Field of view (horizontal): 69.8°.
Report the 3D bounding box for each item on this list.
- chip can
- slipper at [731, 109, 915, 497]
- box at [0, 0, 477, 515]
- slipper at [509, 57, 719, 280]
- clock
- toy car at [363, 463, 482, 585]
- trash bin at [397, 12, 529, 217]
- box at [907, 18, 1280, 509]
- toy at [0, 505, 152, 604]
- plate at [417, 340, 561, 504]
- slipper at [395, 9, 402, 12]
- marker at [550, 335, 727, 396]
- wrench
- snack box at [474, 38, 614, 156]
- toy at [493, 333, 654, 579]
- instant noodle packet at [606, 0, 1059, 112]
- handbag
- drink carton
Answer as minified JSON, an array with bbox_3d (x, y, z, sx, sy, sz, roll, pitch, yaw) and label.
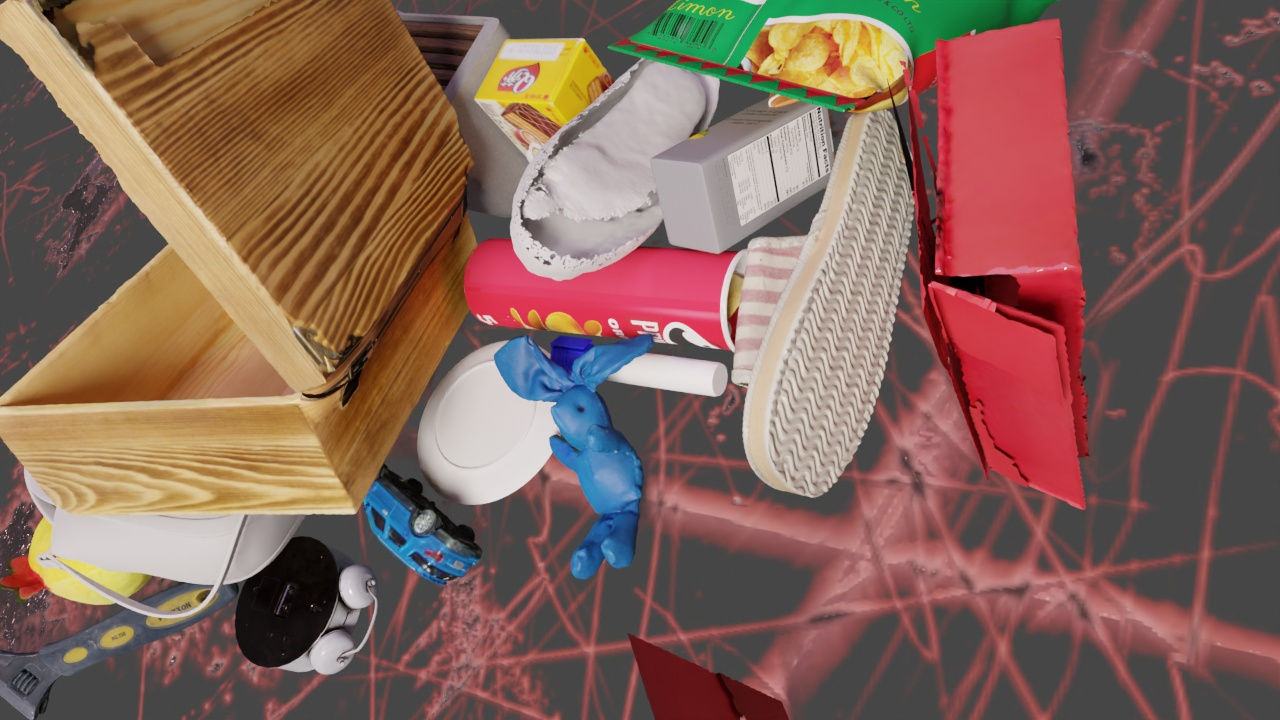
[{"bbox_3d":[-0.022,-0.050,0.657,0.221,0.069,0.069,7,68,31],"label":"chip can"},{"bbox_3d":[0.111,-0.043,0.561,0.052,0.115,0.262,-1,57,42],"label":"slipper"},{"bbox_3d":[-0.256,-0.109,0.592,0.286,0.335,0.278,-1,36,13],"label":"box"},{"bbox_3d":[-0.019,-0.143,0.659,0.112,0.075,0.246,26,50,5],"label":"slipper"},{"bbox_3d":[-0.240,0.181,0.672,0.123,0.035,0.094,5,67,29],"label":"clock"},{"bbox_3d":[-0.165,0.114,0.655,0.120,0.056,0.043,34,84,35],"label":"toy car"},{"bbox_3d":[-0.200,-0.223,0.816,0.229,0.114,0.114,17,73,34],"label":"trash bin"},{"bbox_3d":[0.218,-0.037,0.432,0.153,0.213,0.164,-8,61,25],"label":"box"},{"bbox_3d":[-0.420,0.126,0.768,0.207,0.092,0.134,-45,39,-12],"label":"toy"},{"bbox_3d":[-0.117,0.043,0.694,0.135,0.011,0.134,-13,59,22],"label":"plate"},{"bbox_3d":[-0.331,-0.268,0.934,0.113,0.080,0.265,27,79,39],"label":"slipper"},{"bbox_3d":[-0.004,0.004,0.645,0.133,0.027,0.023,8,33,31],"label":"marker"},{"bbox_3d":[-0.445,0.231,0.748,0.273,0.022,0.073,-25,97,10],"label":"wrench"},{"bbox_3d":[-0.063,-0.200,0.737,0.084,0.105,0.061,14,73,33],"label":"snack box"},{"bbox_3d":[-0.029,0.052,0.600,0.113,0.071,0.176,-29,64,28],"label":"toy"},{"bbox_3d":[0.136,-0.224,0.592,0.252,0.090,0.196,-32,43,-28],"label":"instant noodle packet"},{"bbox_3d":[-0.362,0.082,0.685,0.223,0.096,0.215,6,37,6],"label":"handbag"},{"bbox_3d":[0.073,-0.128,0.614,0.124,0.076,0.048,-34,34,-30],"label":"drink carton"}]
